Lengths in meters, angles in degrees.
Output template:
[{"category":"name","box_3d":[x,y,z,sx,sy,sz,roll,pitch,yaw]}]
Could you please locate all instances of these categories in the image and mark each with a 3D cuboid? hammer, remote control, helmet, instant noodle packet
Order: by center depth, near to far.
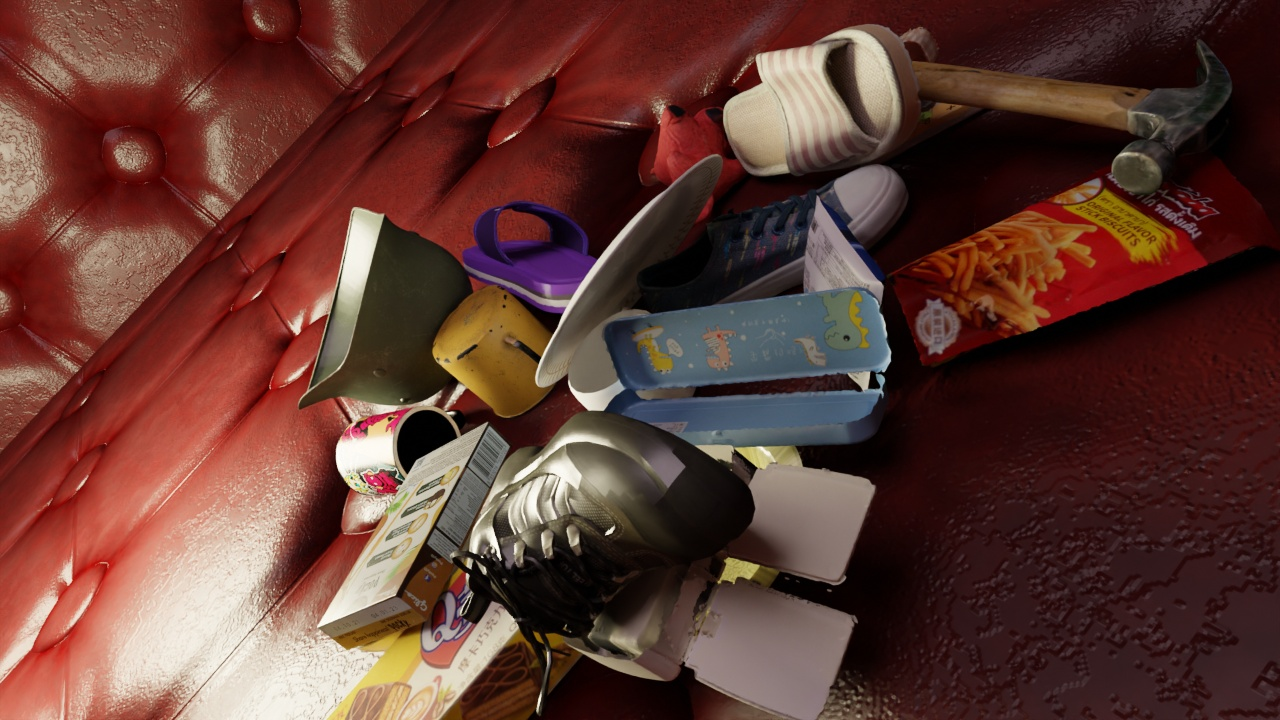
[{"category":"instant noodle packet","box_3d":[0.143,-0.050,0.656,0.026,0.087,0.134,-6,36,-7]},{"category":"hammer","box_3d":[0.251,-0.199,0.670,0.132,0.033,0.331,-40,40,-18]},{"category":"remote control","box_3d":[0.237,-0.199,0.767,0.126,0.018,0.038,-26,34,24]},{"category":"helmet","box_3d":[-0.261,-0.042,0.990,0.268,0.153,0.226,139,142,-63]}]

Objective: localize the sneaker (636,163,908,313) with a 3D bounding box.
[{"category":"sneaker","box_3d":[0.099,-0.100,0.754,0.236,0.079,0.087,-30,36,22]}]

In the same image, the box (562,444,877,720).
[{"category":"box","box_3d":[0.044,0.123,0.536,0.188,0.058,0.144,-1,54,51]}]

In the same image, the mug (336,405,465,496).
[{"category":"mug","box_3d":[-0.230,0.083,0.924,0.098,0.082,0.117,-11,18,40]}]

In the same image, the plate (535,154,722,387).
[{"category":"plate","box_3d":[-0.013,-0.076,0.770,0.242,0.016,0.242,-50,-6,-7]}]

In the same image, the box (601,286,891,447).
[{"category":"box","box_3d":[0.058,0.010,0.617,0.209,0.085,0.072,-6,21,31]}]

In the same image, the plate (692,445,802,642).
[{"category":"plate","box_3d":[0.038,0.120,0.622,0.185,0.036,0.184,-28,37,24]}]

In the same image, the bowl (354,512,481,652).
[{"category":"bowl","box_3d":[-0.180,0.187,0.771,0.150,0.043,0.149,-35,23,17]}]

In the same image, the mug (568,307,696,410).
[{"category":"mug","box_3d":[-0.005,0.004,0.763,0.094,0.068,0.115,-25,38,27]}]

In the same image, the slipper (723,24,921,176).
[{"category":"slipper","box_3d":[0.131,-0.206,0.769,0.052,0.115,0.263,-29,12,-17]}]

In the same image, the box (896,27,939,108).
[{"category":"box","box_3d":[0.179,-0.234,0.821,0.188,0.056,0.070,-10,64,50]}]

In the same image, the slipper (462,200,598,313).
[{"category":"slipper","box_3d":[-0.107,-0.123,0.950,0.107,0.084,0.267,-13,22,-25]}]

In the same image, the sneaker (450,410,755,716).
[{"category":"sneaker","box_3d":[-0.047,0.113,0.516,0.239,0.101,0.142,-22,32,56]}]

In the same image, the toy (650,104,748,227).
[{"category":"toy","box_3d":[0.054,-0.180,0.922,0.094,0.088,0.132,127,145,-57]}]

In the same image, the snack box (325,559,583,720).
[{"category":"snack box","box_3d":[-0.142,0.241,0.663,0.230,0.061,0.110,-49,32,-5]}]

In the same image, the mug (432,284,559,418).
[{"category":"mug","box_3d":[-0.132,-0.009,0.892,0.124,0.094,0.100,10,62,51]}]

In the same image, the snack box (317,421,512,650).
[{"category":"snack box","box_3d":[-0.180,0.140,0.753,0.101,0.031,0.185,-28,26,33]}]

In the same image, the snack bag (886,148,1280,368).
[{"category":"snack bag","box_3d":[0.266,-0.067,0.580,0.208,0.067,0.138,-22,33,17]}]
